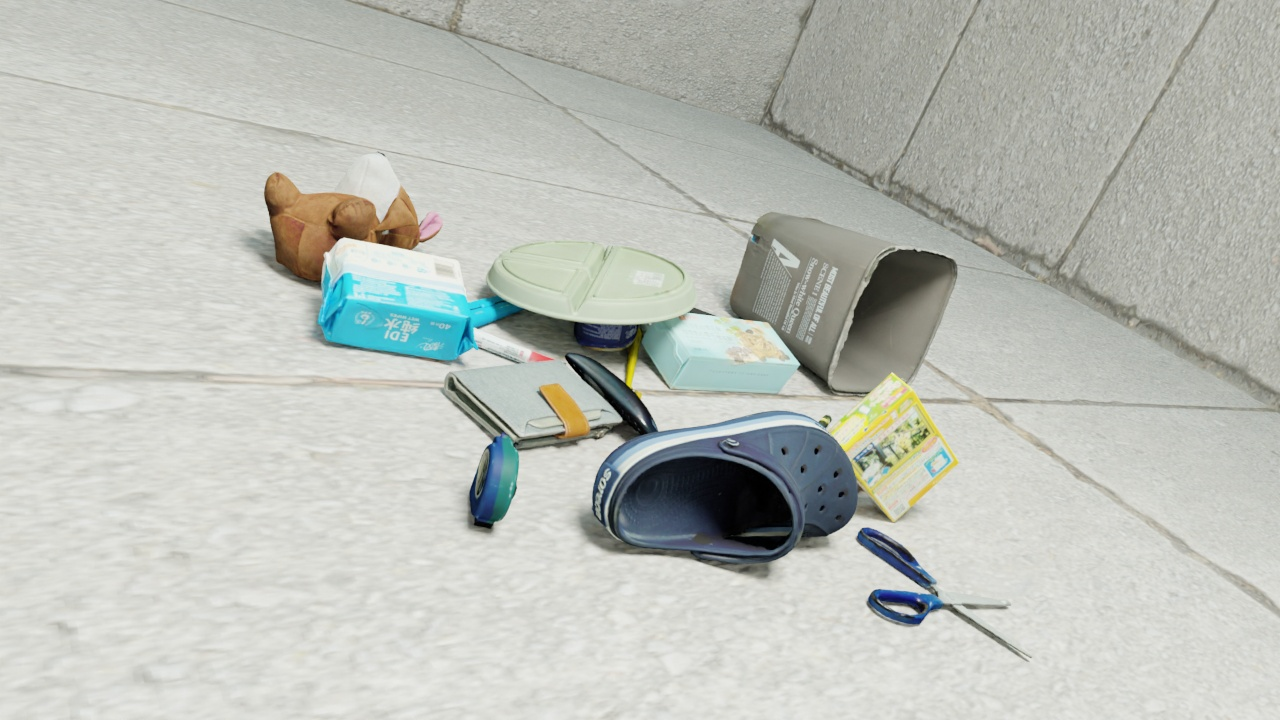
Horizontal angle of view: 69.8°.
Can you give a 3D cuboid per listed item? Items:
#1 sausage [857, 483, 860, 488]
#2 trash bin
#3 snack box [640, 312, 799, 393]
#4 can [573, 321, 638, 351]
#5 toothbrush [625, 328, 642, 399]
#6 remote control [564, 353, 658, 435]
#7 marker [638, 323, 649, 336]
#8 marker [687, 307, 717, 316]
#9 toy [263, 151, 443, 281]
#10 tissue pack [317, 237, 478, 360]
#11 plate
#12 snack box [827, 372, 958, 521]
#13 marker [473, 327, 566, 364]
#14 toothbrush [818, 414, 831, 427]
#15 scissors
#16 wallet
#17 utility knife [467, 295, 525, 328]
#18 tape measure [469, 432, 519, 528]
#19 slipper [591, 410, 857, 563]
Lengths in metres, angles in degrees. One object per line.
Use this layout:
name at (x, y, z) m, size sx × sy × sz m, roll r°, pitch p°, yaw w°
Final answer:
sausage at (0.179, 0.118, 0.876) m, size 0.164 × 0.021 × 0.021 m, roll -2°, pitch 32°, yaw -46°
trash bin at (0.255, -0.087, 1.214) m, size 0.198 × 0.199 × 0.220 m, roll 1°, pitch 24°, yaw -42°
snack box at (0.091, -0.008, 1.025) m, size 0.174 × 0.052 × 0.074 m, roll 4°, pitch 41°, yaw -39°
can at (-0.034, -0.059, 1.021) m, size 0.074 × 0.049 × 0.148 m, roll 8°, pitch 23°, yaw 1°
toothbrush at (-0.006, 0.006, 0.967) m, size 0.016 × 0.016 × 0.189 m, roll 25°, pitch 21°, yaw -8°
remote control at (-0.022, 0.031, 0.853) m, size 0.136 × 0.024 × 0.053 m, roll 41°, pitch -10°, yaw 37°
marker at (-0.003, -0.048, 1.090) m, size 0.016 × 0.017 × 0.145 m, roll 8°, pitch 26°, yaw -32°
marker at (0.073, -0.056, 1.180) m, size 0.132 × 0.020 × 0.022 m, roll 19°, pitch 14°, yaw -10°
toy at (-0.289, -0.149, 0.927) m, size 0.140 × 0.130 × 0.199 m, roll 21°, pitch 12°, yaw 11°
tissue pack at (-0.216, -0.051, 0.819) m, size 0.140 × 0.063 × 0.090 m, roll 9°, pitch 39°, yaw -29°
plate at (-0.051, -0.090, 0.990) m, size 0.230 × 0.027 × 0.229 m, roll 6°, pitch 23°, yaw -3°
snack box at (0.232, 0.083, 0.844) m, size 0.140 × 0.087 × 0.033 m, roll 45°, pitch 3°, yaw -43°
marker at (-0.141, -0.016, 0.884) m, size 0.145 × 0.017 × 0.017 m, roll 22°, pitch 22°, yaw -2°
toothbrush at (0.170, 0.084, 0.960) m, size 0.017 × 0.012 × 0.185 m, roll 19°, pitch 20°, yaw 21°
scissors at (0.248, 0.196, 0.776) m, size 0.175 × 0.012 × 0.162 m, roll 6°, pitch 27°, yaw -37°
wallet at (-0.088, 0.034, 0.796) m, size 0.106 × 0.037 × 0.129 m, roll 36°, pitch 26°, yaw 32°
utility knife at (-0.151, -0.058, 0.972) m, size 0.034 × 0.018 × 0.185 m, roll 28°, pitch 21°, yaw 15°
tape measure at (-0.100, 0.085, 0.636) m, size 0.025 × 0.058 × 0.054 m, roll 14°, pitch 21°, yaw -19°
slipper at (0.084, 0.102, 0.708) m, size 0.252 × 0.105 × 0.095 m, roll 4°, pitch 21°, yaw -34°
